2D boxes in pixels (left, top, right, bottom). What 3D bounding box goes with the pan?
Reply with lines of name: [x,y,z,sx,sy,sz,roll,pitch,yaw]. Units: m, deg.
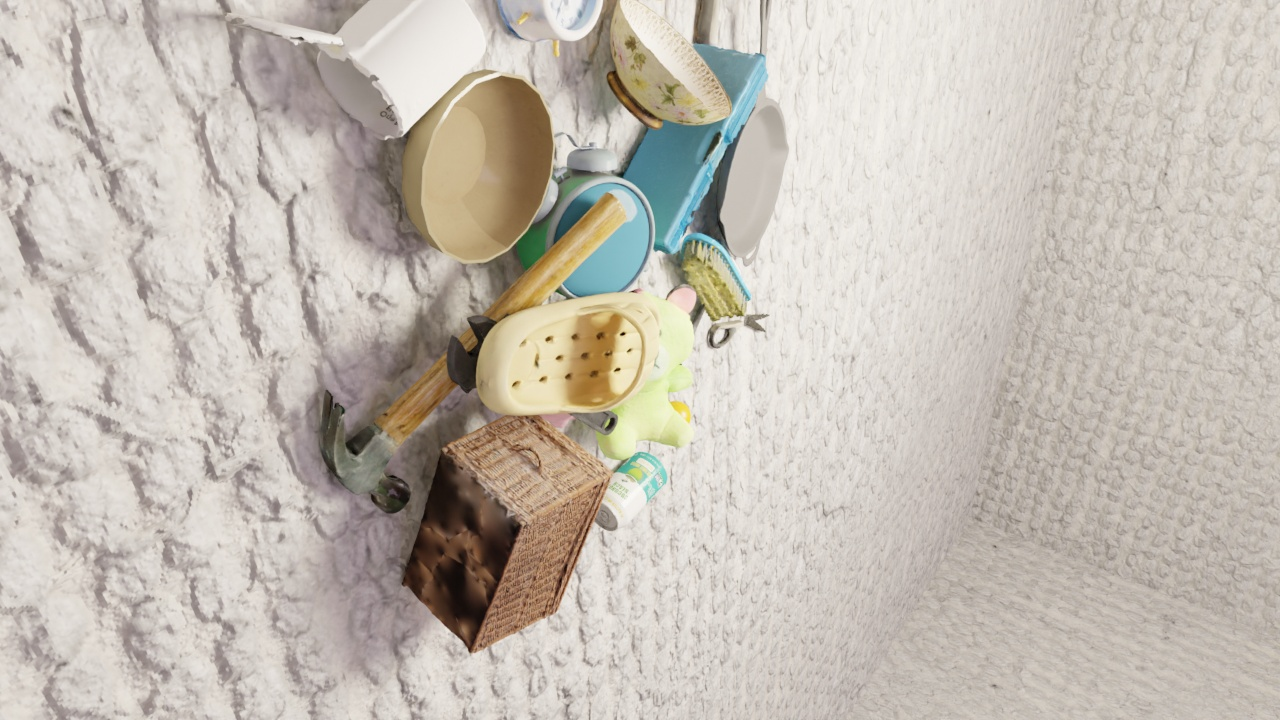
pan: [0.133,-0.275,1.096,0.215,0.024,0.355,-47,146,-46]

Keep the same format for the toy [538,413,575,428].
toy: [-0.079,0.030,0.925,0.096,0.099,0.052,-60,-163,30]

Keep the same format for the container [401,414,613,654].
container: [-0.126,0.156,0.838,0.112,0.114,0.199,-22,141,-49]

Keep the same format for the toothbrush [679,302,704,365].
toothbrush: [0.068,-0.046,1.166,0.167,0.013,0.013,-65,148,-11]

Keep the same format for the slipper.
slipper: [-0.037,0.003,0.797,0.260,0.079,0.111,-9,116,-59]

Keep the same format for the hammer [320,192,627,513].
hammer: [-0.133,-0.020,0.773,0.330,0.033,0.132,-46,142,-10]

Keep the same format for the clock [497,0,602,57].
clock: [-0.068,-0.319,0.749,0.088,0.052,0.125,21,87,-58]

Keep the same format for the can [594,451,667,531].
can: [-0.015,0.158,1.112,0.101,0.055,0.055,-41,139,-39]

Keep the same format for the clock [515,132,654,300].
clock: [-0.059,-0.133,0.849,0.121,0.075,0.162,-38,129,-20]

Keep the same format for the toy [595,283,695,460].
toy: [-0.006,0.006,1.001,0.150,0.107,0.197,-10,109,-30]

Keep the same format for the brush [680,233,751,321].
brush: [0.088,-0.114,1.113,0.136,0.055,0.075,51,38,-48]

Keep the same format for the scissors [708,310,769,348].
scissors: [0.137,-0.052,1.270,0.150,0.013,0.165,-54,148,-23]

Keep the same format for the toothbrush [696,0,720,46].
toothbrush: [0.081,-0.422,0.949,0.022,0.024,0.186,-103,-161,-68]

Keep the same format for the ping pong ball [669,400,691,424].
ping pong ball: [0.044,0.071,1.168,0.040,0.040,0.040,-35,135,-44]

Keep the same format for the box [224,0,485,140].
box: [-0.182,-0.214,0.605,0.146,0.084,0.136,-55,153,-21]

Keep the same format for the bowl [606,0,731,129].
bowl: [0.015,-0.267,0.866,0.063,0.145,0.145,-40,161,27]

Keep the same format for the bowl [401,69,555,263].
bowl: [-0.136,-0.157,0.730,0.151,0.050,0.153,-41,144,-40]

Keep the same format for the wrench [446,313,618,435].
wrench: [-0.085,0.024,0.823,0.073,0.018,0.273,-60,149,-5]

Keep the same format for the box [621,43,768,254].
box: [0.058,-0.207,0.978,0.231,0.094,0.112,-64,152,-10]
